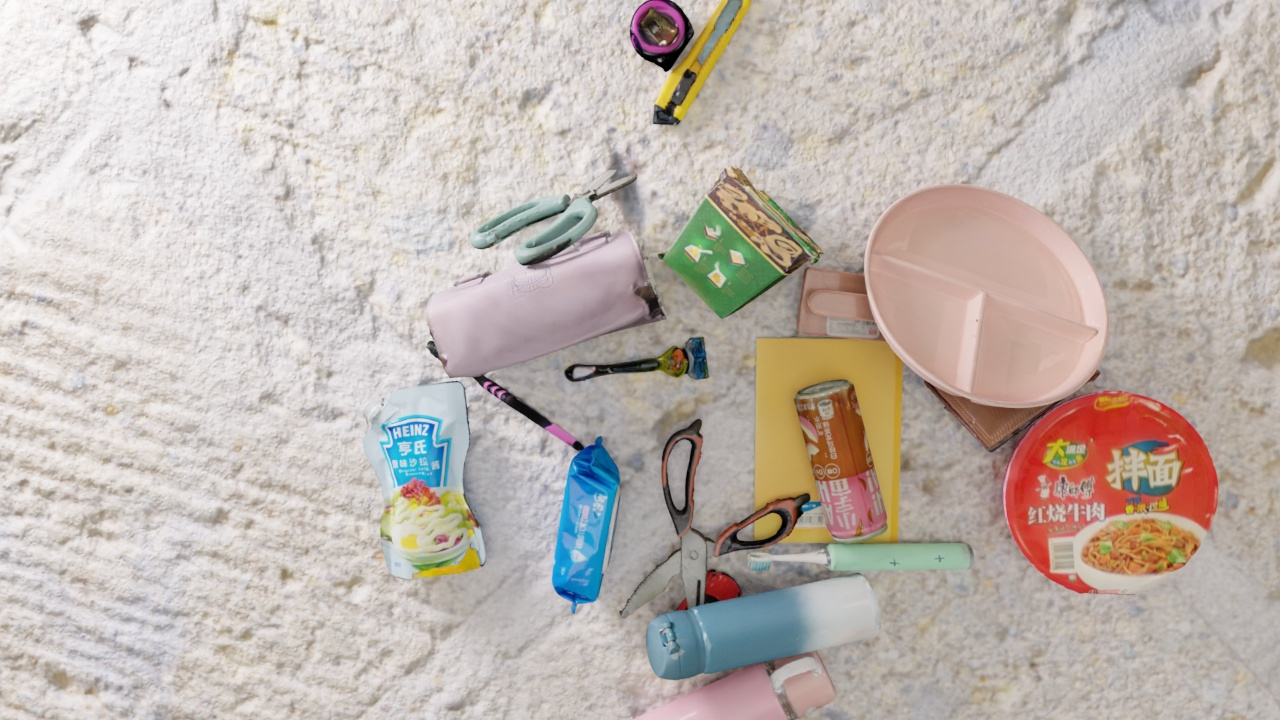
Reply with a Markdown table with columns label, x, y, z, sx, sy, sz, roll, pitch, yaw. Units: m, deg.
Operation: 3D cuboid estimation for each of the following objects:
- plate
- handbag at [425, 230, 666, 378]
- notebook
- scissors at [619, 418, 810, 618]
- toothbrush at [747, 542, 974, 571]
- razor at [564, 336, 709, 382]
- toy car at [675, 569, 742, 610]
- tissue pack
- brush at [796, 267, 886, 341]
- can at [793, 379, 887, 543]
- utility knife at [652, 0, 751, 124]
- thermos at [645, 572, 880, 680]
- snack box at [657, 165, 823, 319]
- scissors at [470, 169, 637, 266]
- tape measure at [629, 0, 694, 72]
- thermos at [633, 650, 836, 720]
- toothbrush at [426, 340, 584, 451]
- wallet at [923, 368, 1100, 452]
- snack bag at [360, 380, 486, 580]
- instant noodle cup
| label | x | y | z | sx | sy | sz | roll | pitch | yaw |
| --- | --- | --- | --- | --- | --- | --- | --- | --- | --- |
| plate | 0.308 | -0.059 | 0.827 | 0.229 | 0.028 | 0.229 | 4 | 64 | -7 |
| handbag | -0.082 | -0.051 | 0.839 | 0.197 | 0.145 | 0.098 | -17 | 97 | 3 |
| notebook | 0.184 | 0.080 | 0.907 | 0.146 | 0.010 | 0.206 | 0 | 95 | 2 |
| scissors | 0.058 | 0.170 | 0.899 | 0.222 | 0.015 | 0.189 | -35 | 90 | -1 |
| toothbrush | 0.214 | 0.192 | 0.892 | 0.224 | 0.026 | 0.027 | 1 | 109 | -6 |
| razor | -0.005 | 0.005 | 0.902 | 0.143 | 0.022 | 0.042 | -6 | 93 | 3 |
| toy car | 0.059 | 0.259 | 0.920 | 0.049 | 0.031 | 0.106 | 37 | 94 | -2 |
| tissue pack | -0.049 | 0.155 | 0.883 | 0.052 | 0.095 | 0.157 | 9 | 94 | 0 |
| brush | 0.223 | -0.048 | 0.862 | 0.145 | 0.073 | 0.063 | 7 | 95 | 0 |
| can | 0.191 | 0.095 | 0.872 | 0.058 | 0.058 | 0.147 | -15 | 95 | 4 |
| utility knife | 0.057 | -0.290 | 0.874 | 0.033 | 0.015 | 0.154 | 31 | 96 | -3 |
| thermos | 0.115 | 0.253 | 0.871 | 0.220 | 0.070 | 0.070 | -8 | 95 | -13 |
| snack box | 0.091 | -0.101 | 0.848 | 0.117 | 0.118 | 0.106 | 46 | 107 | 5 |
| scissors | -0.075 | -0.128 | 0.836 | 0.173 | 0.178 | 0.019 | -22 | 118 | 1 |
| tape measure | 0.018 | -0.309 | 0.862 | 0.058 | 0.039 | 0.057 | 38 | 96 | -1 |
| thermos | 0.091 | 0.342 | 0.900 | 0.199 | 0.087 | 0.067 | -26 | 55 | 6 |
| toothbrush | -0.135 | 0.037 | 0.914 | 0.189 | 0.017 | 0.014 | 35 | 104 | -2 |
| wallet | 0.343 | 0.015 | 0.858 | 0.124 | 0.032 | 0.101 | -38 | 56 | 6 |
| snack bag | -0.217 | 0.120 | 0.916 | 0.110 | 0.038 | 0.191 | -7 | 94 | 14 |
| instant noodle cup | 0.433 | 0.122 | 0.873 | 0.194 | 0.066 | 0.194 | 0 | 94 | 2 |
